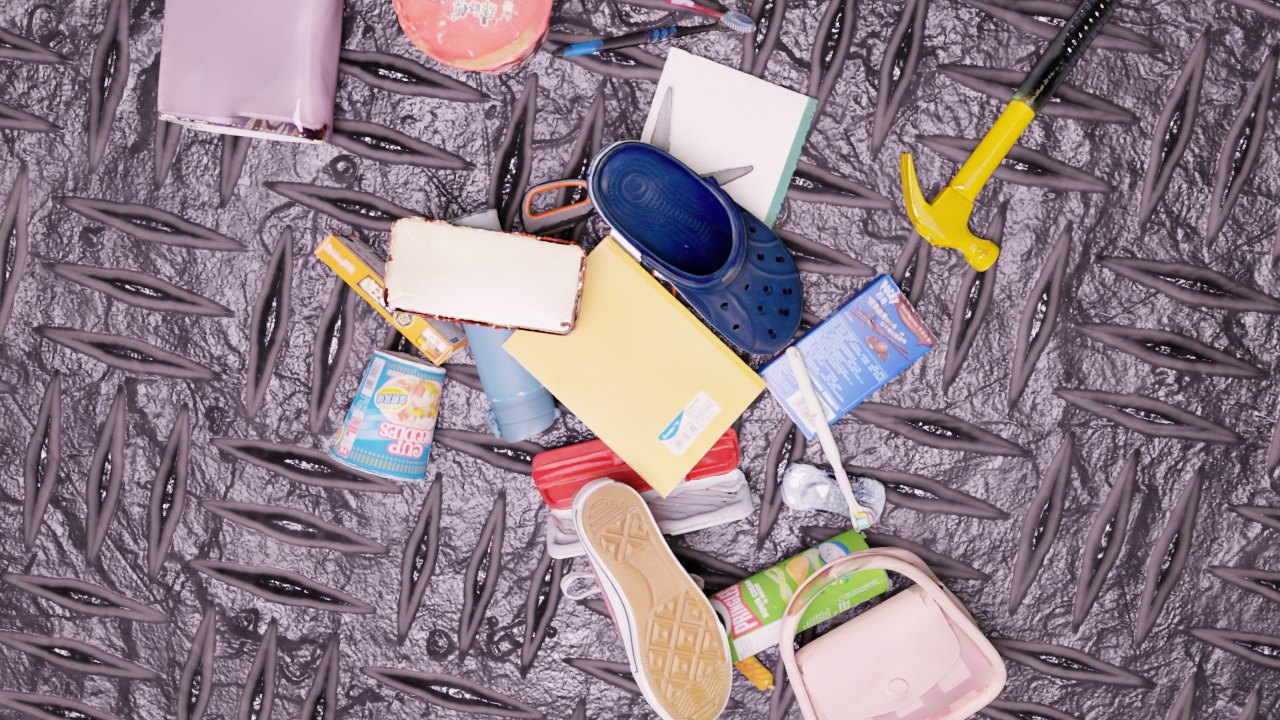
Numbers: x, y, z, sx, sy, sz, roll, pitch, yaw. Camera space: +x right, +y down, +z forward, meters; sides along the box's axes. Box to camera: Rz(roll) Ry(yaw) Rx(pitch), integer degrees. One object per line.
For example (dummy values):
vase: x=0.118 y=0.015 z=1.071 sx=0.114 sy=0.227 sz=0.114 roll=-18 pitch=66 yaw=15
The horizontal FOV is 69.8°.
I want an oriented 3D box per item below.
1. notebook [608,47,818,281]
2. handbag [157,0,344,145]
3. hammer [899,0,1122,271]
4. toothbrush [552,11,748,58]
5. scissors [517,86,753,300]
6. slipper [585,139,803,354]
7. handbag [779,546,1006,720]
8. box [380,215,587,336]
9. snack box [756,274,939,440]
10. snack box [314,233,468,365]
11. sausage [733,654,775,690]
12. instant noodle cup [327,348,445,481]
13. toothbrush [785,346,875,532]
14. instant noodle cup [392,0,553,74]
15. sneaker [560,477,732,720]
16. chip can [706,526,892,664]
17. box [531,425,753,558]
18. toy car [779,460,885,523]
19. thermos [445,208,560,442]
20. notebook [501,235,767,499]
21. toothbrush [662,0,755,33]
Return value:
notebook: x=0.065 y=-0.173 z=0.879 sx=0.150 sy=0.012 sz=0.209 roll=19 pitch=99 yaw=-3
handbag: x=-0.343 y=-0.303 z=0.830 sx=0.145 sy=0.098 sz=0.197 roll=8 pitch=97 yaw=2
hammer: x=0.357 y=-0.237 z=0.853 sx=0.129 sy=0.033 sz=0.301 roll=35 pitch=98 yaw=-4
toothbrush: x=0.009 y=-0.305 z=0.862 sx=0.189 sy=0.016 sz=0.014 roll=-8 pitch=93 yaw=4
scissors: x=-0.005 y=-0.142 z=0.870 sx=0.221 sy=0.021 sz=0.233 roll=2 pitch=99 yaw=-5
slipper: x=0.062 y=-0.105 z=0.825 sx=0.253 sy=0.095 sz=0.105 roll=41 pitch=93 yaw=-17
handbag: x=0.216 y=0.262 z=0.857 sx=0.193 sy=0.093 sz=0.234 roll=-31 pitch=120 yaw=4
box: x=-0.133 y=-0.074 z=0.799 sx=0.168 sy=0.077 sz=0.091 roll=8 pitch=91 yaw=-4
snack box: x=0.200 y=-0.003 z=0.892 sx=0.157 sy=0.026 sz=0.084 roll=-38 pitch=95 yaw=6
snack box: x=-0.233 y=-0.060 z=0.872 sx=0.153 sy=0.075 sz=0.026 roll=43 pitch=96 yaw=-4
sausage: x=0.079 y=0.279 z=0.937 sx=0.021 sy=0.021 sz=0.165 roll=-43 pitch=95 yaw=6
instant noodle cup: x=-0.237 y=0.049 z=0.883 sx=0.099 sy=0.099 sz=0.110 roll=17 pitch=91 yaw=-1
toothbrush: x=0.180 y=0.074 z=0.878 sx=0.029 sy=0.020 sz=0.189 roll=-26 pitch=94 yaw=-32
instant noodle cup: x=-0.138 y=-0.318 z=0.816 sx=0.138 sy=0.108 sz=0.138 roll=0 pitch=97 yaw=2
sneaker: x=0.003 y=0.213 z=0.826 sx=0.118 sy=0.088 sz=0.241 roll=-28 pitch=95 yaw=-15
chip can: x=0.122 y=0.242 z=0.891 sx=0.236 sy=0.072 sz=0.072 roll=-24 pitch=97 yaw=-4
box: x=0.003 y=0.130 z=0.878 sx=0.201 sy=0.100 sz=0.095 roll=-13 pitch=139 yaw=3
toy car: x=0.190 y=0.132 z=0.909 sx=0.105 sy=0.031 sz=0.049 roll=12 pitch=96 yaw=2
thermos: x=-0.138 y=-0.031 z=0.878 sx=0.070 sy=0.070 sz=0.220 roll=-15 pitch=97 yaw=3
notebook: x=-0.005 y=0.005 z=0.849 sx=0.206 sy=0.010 sz=0.146 roll=43 pitch=85 yaw=0
toothbrush: x=0.019 y=-0.340 z=0.846 sx=0.187 sy=0.017 sz=0.016 roll=23 pitch=93 yaw=5
